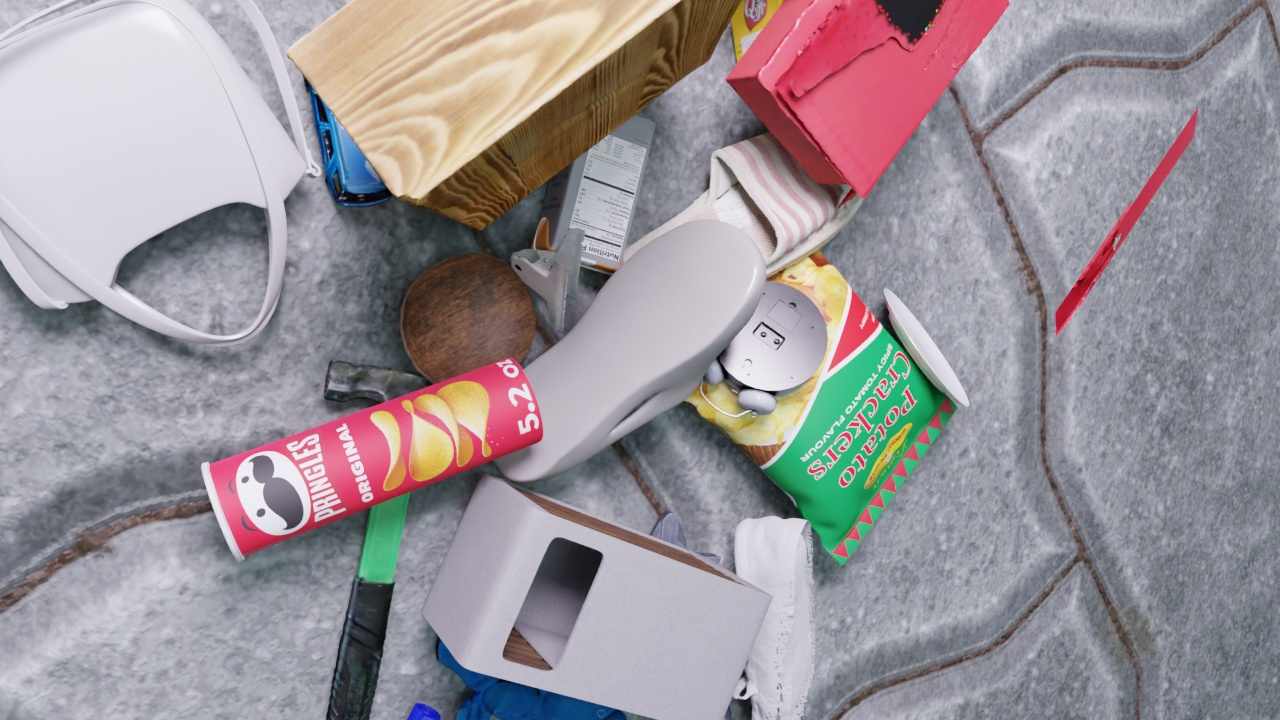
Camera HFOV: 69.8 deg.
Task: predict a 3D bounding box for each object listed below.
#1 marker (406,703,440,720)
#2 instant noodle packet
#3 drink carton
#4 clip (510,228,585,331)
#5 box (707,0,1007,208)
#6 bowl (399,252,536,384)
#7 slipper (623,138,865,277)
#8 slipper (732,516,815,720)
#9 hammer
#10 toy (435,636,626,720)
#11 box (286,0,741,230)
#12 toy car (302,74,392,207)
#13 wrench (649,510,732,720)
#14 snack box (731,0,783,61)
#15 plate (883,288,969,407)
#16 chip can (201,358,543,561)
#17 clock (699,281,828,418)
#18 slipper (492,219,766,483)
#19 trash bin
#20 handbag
[{"bbox_3d":[-0.201,0.339,0.725,0.023,0.027,0.133,31,82,-22],"label":"marker"},{"bbox_3d":[0.161,0.030,0.828,0.252,0.090,0.195,46,74,-16],"label":"instant noodle packet"},{"bbox_3d":[-0.038,-0.138,0.738,0.076,0.048,0.125,14,90,-26],"label":"drink carton"},{"bbox_3d":[-0.069,-0.064,0.707,0.052,0.102,0.058,-18,68,-16],"label":"clip"},{"bbox_3d":[0.170,-0.260,0.769,0.165,0.153,0.213,40,85,-31],"label":"box"},{"bbox_3d":[-0.137,-0.030,0.711,0.114,0.026,0.102,-27,106,-33],"label":"bowl"},{"bbox_3d":[0.091,-0.125,0.783,0.262,0.052,0.115,-36,81,-15],"label":"slipper"},{"bbox_3d":[0.119,0.255,0.837,0.112,0.075,0.247,-27,120,-45],"label":"slipper"},{"bbox_3d":[-0.202,0.165,0.704,0.130,0.032,0.319,11,92,-27],"label":"hammer"},{"bbox_3d":[-0.088,0.285,0.750,0.176,0.071,0.113,15,95,-16],"label":"toy"},{"bbox_3d":[-0.097,-0.297,0.550,0.286,0.279,0.334,-35,95,1],"label":"box"},{"bbox_3d":[-0.205,-0.171,0.657,0.056,0.044,0.120,-11,98,-22],"label":"toy car"},{"bbox_3d":[0.054,0.266,0.843,0.073,0.022,0.273,-16,102,-24],"label":"wrench"},{"bbox_3d":[0.143,-0.295,0.788,0.105,0.084,0.061,-14,101,-23],"label":"snack box"},{"bbox_3d":[0.267,-0.010,0.869,0.011,0.134,0.134,-36,115,21],"label":"plate"},{"bbox_3d":[-0.181,0.065,0.645,0.220,0.069,0.069,-20,104,-21],"label":"chip can"},{"bbox_3d":[0.097,-0.007,0.757,0.094,0.035,0.122,37,75,10],"label":"clock"},{"bbox_3d":[-0.004,0.004,0.724,0.266,0.113,0.080,-43,143,10],"label":"slipper"},{"bbox_3d":[-0.032,0.189,0.714,0.228,0.115,0.114,26,84,-28],"label":"trash bin"},{"bbox_3d":[-0.303,-0.113,0.593,0.215,0.096,0.223,-33,114,-17],"label":"handbag"}]
